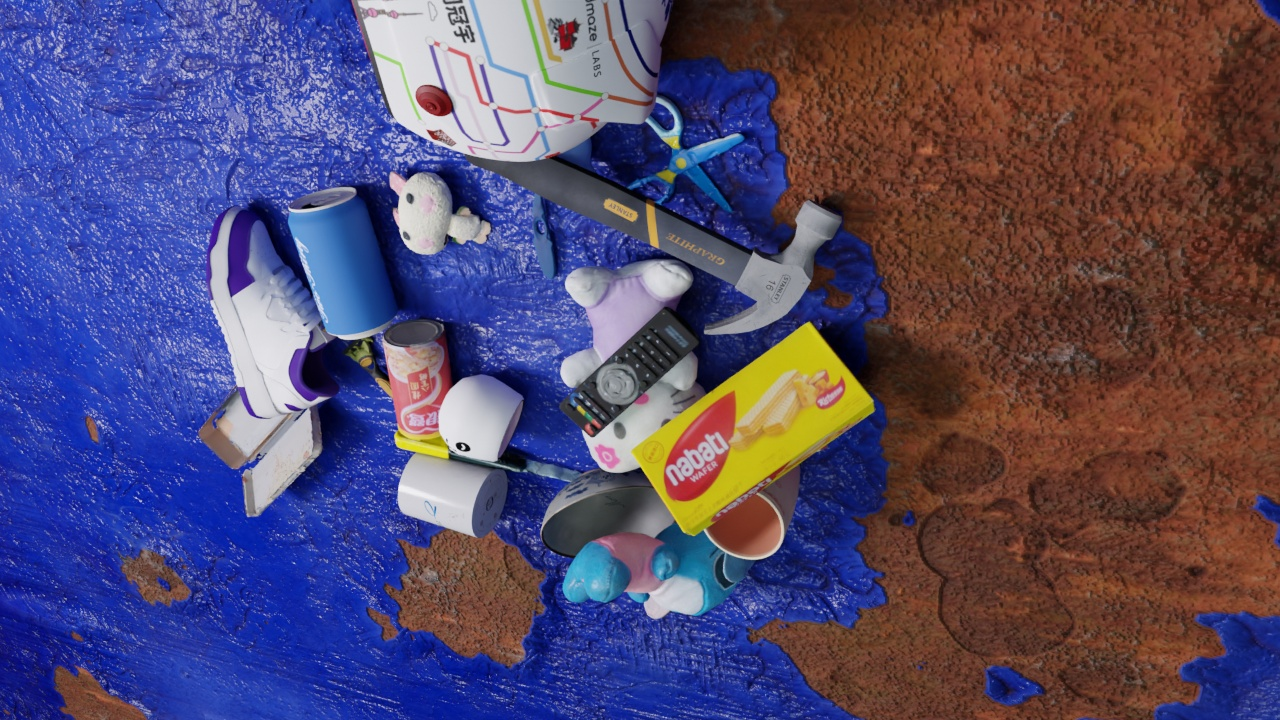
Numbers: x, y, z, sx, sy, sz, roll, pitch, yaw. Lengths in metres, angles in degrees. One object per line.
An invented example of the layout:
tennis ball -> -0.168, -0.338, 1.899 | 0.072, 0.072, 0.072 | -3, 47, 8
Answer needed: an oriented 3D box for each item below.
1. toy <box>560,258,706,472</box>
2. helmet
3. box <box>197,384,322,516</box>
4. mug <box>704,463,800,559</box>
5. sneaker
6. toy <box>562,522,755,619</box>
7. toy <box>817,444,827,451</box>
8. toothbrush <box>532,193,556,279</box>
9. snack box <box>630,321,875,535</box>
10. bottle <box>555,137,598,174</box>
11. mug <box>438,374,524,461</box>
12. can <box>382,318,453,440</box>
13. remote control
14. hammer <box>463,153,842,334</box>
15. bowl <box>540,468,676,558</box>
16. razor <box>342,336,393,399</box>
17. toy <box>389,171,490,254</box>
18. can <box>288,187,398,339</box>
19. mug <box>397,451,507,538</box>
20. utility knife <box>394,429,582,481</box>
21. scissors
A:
toy -> -0.005, 0.005, 0.875 | 0.138, 0.085, 0.209 | -6, 111, 4
helmet -> -0.094, -0.300, 0.644 | 0.236, 0.230, 0.315 | -15, 120, 2
box -> -0.480, 0.097, 1.172 | 0.217, 0.071, 0.156 | -38, 71, 36
mug -> 0.098, 0.123, 0.891 | 0.111, 0.104, 0.085 | 13, 123, 19
sneaker -> -0.402, -0.053, 1.030 | 0.111, 0.091, 0.244 | -4, 108, 4
toy -> 0.015, 0.224, 0.967 | 0.191, 0.098, 0.225 | 0, 156, -23
toy -> 0.149, 0.052, 0.862 | 0.065, 0.050, 0.102 | -2, 123, 21
toothbrush -> -0.095, -0.137, 0.878 | 0.021, 0.016, 0.132 | 8, 122, 23
snack box -> 0.098, 0.062, 0.812 | 0.201, 0.042, 0.092 | -36, 69, 5
bottle -> -0.072, -0.197, 0.811 | 0.048, 0.047, 0.131 | -29, 104, 35
mug -> -0.176, 0.066, 1.004 | 0.076, 0.090, 0.124 | 22, 158, 2
can -> -0.242, 0.021, 1.010 | 0.067, 0.066, 0.124 | 11, 123, 19
remote control -> -0.011, 0.011, 0.826 | 0.045, 0.021, 0.141 | 44, 109, -10
hammer -> -0.001, -0.129, 0.779 | 0.312, 0.035, 0.139 | 26, 109, -1
bowl -> -0.035, 0.153, 0.983 | 0.150, 0.056, 0.151 | -9, 142, -7
razor -> -0.286, 0.033, 1.070 | 0.044, 0.021, 0.144 | -34, 104, 36
toy -> -0.209, -0.144, 0.910 | 0.112, 0.050, 0.087 | 29, 128, 13
can -> -0.310, -0.100, 0.961 | 0.079, 0.078, 0.146 | 3, 120, 24
mug -> -0.215, 0.163, 1.085 | 0.096, 0.082, 0.120 | 14, 151, 17
utility knife -> -0.171, 0.111, 1.046 | 0.234, 0.028, 0.020 | 12, 130, 12
scissors -> 0.034, -0.178, 0.797 | 0.126, 0.014, 0.130 | -15, 114, 32
